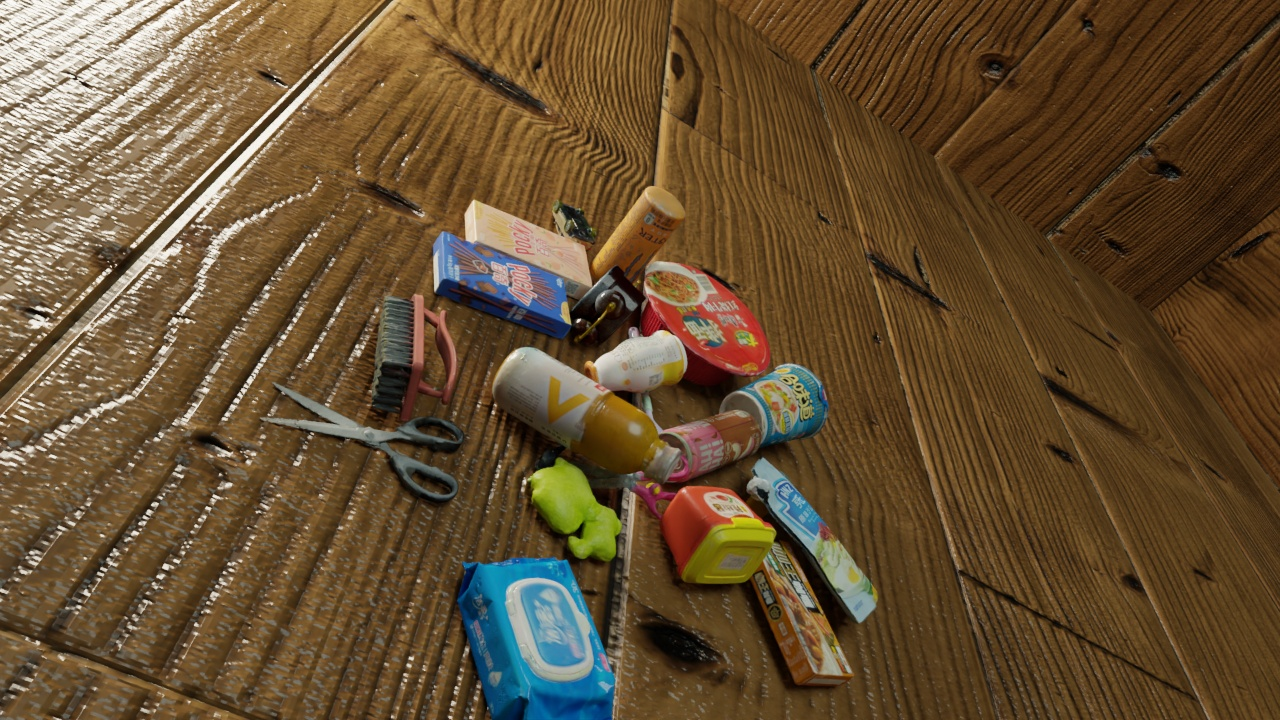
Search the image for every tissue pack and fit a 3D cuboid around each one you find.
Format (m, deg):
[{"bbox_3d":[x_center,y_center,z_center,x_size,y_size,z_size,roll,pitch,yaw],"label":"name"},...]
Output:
[{"bbox_3d":[-0.076,0.217,0.696,0.094,0.052,0.157,8,43,-40],"label":"tissue pack"}]

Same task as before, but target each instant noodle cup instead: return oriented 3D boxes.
[{"bbox_3d":[0.070,-0.037,1.157,0.193,0.066,0.193,27,35,-21],"label":"instant noodle cup"},{"bbox_3d":[0.154,0.060,1.103,0.109,0.099,0.099,-14,59,-44],"label":"instant noodle cup"}]

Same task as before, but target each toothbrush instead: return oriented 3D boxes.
[{"bbox_3d":[0.002,0.023,1.055,0.029,0.021,0.188,-3,41,-5],"label":"toothbrush"},{"bbox_3d":[-0.060,0.068,0.936,0.014,0.018,0.188,37,30,7],"label":"toothbrush"}]

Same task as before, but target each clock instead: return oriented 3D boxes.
[{"bbox_3d":[-0.042,-0.059,1.053,0.055,0.082,0.121,44,29,-4],"label":"clock"}]

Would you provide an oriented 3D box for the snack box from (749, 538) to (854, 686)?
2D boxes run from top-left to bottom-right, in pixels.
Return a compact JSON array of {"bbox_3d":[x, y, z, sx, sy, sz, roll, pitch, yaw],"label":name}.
[{"bbox_3d":[0.151,0.247,0.911,0.075,0.026,0.153,23,34,-45],"label":"snack box"}]

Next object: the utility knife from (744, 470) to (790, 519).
[{"bbox_3d":[0.129,0.164,1.013,0.192,0.015,0.033,-30,93,-57],"label":"utility knife"}]

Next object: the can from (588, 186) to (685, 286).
[{"bbox_3d":[-0.008,-0.143,1.131,0.058,0.146,0.058,27,34,-20],"label":"can"}]

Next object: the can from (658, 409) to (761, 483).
[{"bbox_3d":[0.073,0.092,1.003,0.147,0.058,0.058,-11,57,-52],"label":"can"}]

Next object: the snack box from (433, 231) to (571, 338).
[{"bbox_3d":[-0.152,-0.083,1.018,0.157,0.026,0.084,20,36,-29],"label":"snack box"}]

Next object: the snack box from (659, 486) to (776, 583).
[{"bbox_3d":[0.070,0.169,0.892,0.091,0.082,0.080,11,28,-40],"label":"snack box"}]

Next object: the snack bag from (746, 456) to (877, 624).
[{"bbox_3d":[0.182,0.188,0.987,0.191,0.039,0.110,52,25,6],"label":"snack bag"}]

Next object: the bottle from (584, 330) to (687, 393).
[{"bbox_3d":[-0.006,0.006,1.007,0.108,0.063,0.063,-14,56,-20],"label":"bottle"}]

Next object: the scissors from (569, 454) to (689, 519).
[{"bbox_3d":[-0.009,0.109,0.901,0.137,0.077,0.017,21,-6,-23],"label":"scissors"}]

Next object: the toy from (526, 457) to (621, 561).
[{"bbox_3d":[-0.060,0.136,0.836,0.100,0.031,0.096,32,35,-13],"label":"toy"}]

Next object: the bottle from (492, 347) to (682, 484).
[{"bbox_3d":[-0.050,0.055,0.873,0.189,0.068,0.067,29,30,13],"label":"bottle"}]

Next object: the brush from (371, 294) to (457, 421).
[{"bbox_3d":[-0.203,-0.010,0.831,0.069,0.063,0.145,11,31,-20],"label":"brush"}]

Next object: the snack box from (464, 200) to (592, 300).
[{"bbox_3d":[-0.134,-0.131,1.099,0.157,0.026,0.084,20,36,-29],"label":"snack box"}]

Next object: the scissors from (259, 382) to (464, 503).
[{"bbox_3d":[-0.222,0.066,0.772,0.170,0.014,0.159,48,33,16],"label":"scissors"}]

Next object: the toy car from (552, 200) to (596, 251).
[{"bbox_3d":[-0.090,-0.175,1.193,0.042,0.035,0.090,16,33,-36],"label":"toy car"}]
